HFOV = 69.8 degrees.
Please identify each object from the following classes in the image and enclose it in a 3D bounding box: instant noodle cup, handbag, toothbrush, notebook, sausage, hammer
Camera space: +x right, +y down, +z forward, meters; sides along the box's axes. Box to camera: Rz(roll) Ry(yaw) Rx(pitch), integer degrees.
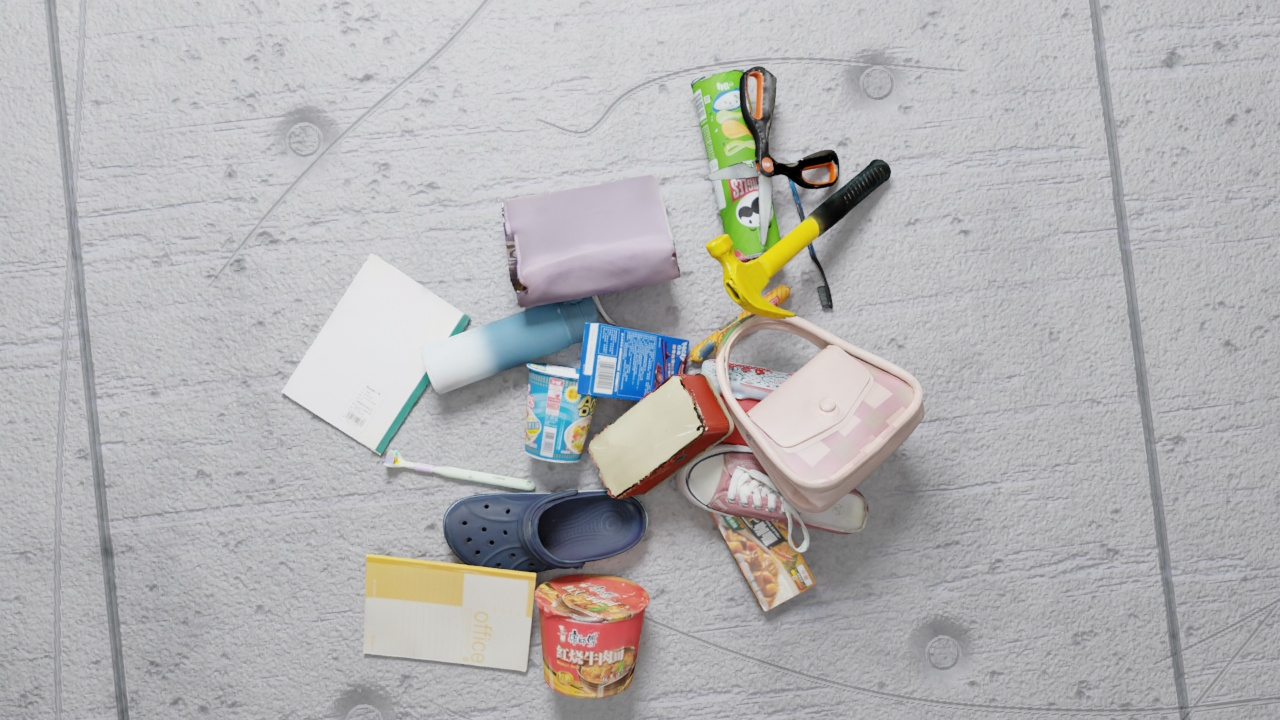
[{"bbox_3d":[-0.099,0.066,1.124,0.099,0.099,0.110,10,95,-2],"label":"instant noodle cup"},{"bbox_3d":[-0.060,-0.138,1.103,0.197,0.144,0.099,-11,132,-1],"label":"handbag"},{"bbox_3d":[0.214,-0.156,1.175,0.016,0.014,0.189,-18,88,21],"label":"toothbrush"},{"bbox_3d":[-0.060,0.330,1.102,0.138,0.138,0.108,2,97,-2],"label":"instant noodle cup"},{"bbox_3d":[-0.332,-0.008,1.155,0.150,0.012,0.209,33,89,-2],"label":"notebook"},{"bbox_3d":[0.126,-0.046,1.165,0.165,0.021,0.021,-36,90,-2],"label":"sausage"},{"bbox_3d":[-0.032,-0.047,1.164,0.017,0.016,0.187,-35,90,-10],"label":"toothbrush"},{"bbox_3d":[0.206,-0.159,1.104,0.299,0.033,0.129,-40,107,-27],"label":"hammer"},{"bbox_3d":[0.189,0.040,1.065,0.193,0.093,0.234,-37,69,-17],"label":"handbag"},{"bbox_3d":[-0.235,0.311,1.125,0.206,0.010,0.146,7,111,-2],"label":"notebook"},{"bbox_3d":[-0.226,0.141,1.151,0.189,0.029,0.020,11,130,-3],"label":"toothbrush"}]

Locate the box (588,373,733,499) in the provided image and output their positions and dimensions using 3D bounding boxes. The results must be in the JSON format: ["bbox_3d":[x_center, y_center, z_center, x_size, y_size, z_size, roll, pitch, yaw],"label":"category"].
[{"bbox_3d":[0.016,0.089,1.084,0.169,0.077,0.091,-40,65,31],"label":"box"}]

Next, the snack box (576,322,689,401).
[{"bbox_3d":[-0.007,0.006,1.111,0.157,0.026,0.084,9,87,-43],"label":"snack box"}]

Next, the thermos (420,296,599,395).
[{"bbox_3d":[-0.158,-0.025,1.131,0.220,0.070,0.070,-21,89,-5],"label":"thermos"}]

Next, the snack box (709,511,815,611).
[{"bbox_3d":[0.151,0.231,1.157,0.075,0.026,0.153,-28,89,-3],"label":"snack box"}]

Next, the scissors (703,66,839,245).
[{"bbox_3d":[0.160,-0.251,1.115,0.232,0.022,0.221,-10,87,-35],"label":"scissors"}]

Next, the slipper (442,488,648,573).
[{"bbox_3d":[-0.114,0.211,1.118,0.252,0.095,0.105,-3,86,-5],"label":"slipper"}]

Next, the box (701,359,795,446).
[{"bbox_3d":[0.171,0.050,1.149,0.201,0.096,0.100,10,51,-3],"label":"box"}]

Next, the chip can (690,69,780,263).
[{"bbox_3d":[0.120,-0.238,1.145,0.072,0.072,0.236,-13,89,-2],"label":"chip can"}]

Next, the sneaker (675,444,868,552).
[{"bbox_3d":[0.163,0.159,1.101,0.241,0.088,0.118,15,86,-1],"label":"sneaker"}]
